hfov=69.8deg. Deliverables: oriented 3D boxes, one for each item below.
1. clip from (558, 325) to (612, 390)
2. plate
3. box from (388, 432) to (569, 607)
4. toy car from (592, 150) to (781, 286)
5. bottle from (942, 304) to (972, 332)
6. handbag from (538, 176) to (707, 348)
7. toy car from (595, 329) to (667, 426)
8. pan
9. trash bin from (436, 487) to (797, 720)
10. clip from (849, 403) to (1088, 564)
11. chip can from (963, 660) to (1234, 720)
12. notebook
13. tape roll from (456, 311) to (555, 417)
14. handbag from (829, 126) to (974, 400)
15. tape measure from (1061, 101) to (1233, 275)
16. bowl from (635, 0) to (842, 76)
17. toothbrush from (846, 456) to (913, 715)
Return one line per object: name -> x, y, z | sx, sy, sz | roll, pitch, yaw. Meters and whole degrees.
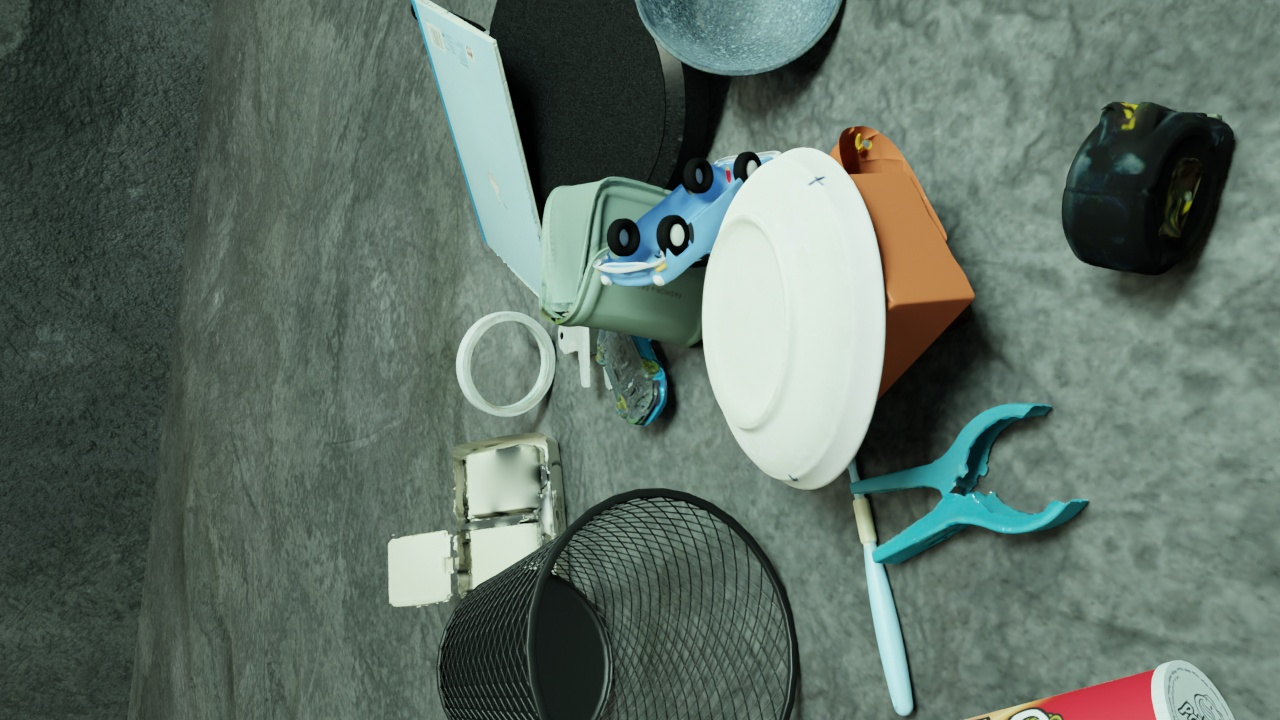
clip -> -0.054, -0.024, 0.772 | 0.060, 0.052, 0.102 | -9, 77, 40
plate -> 0.069, -0.021, 0.493 | 0.182, 0.034, 0.182 | 177, 91, -73
box -> -0.152, 0.146, 0.818 | 0.184, 0.044, 0.143 | -8, 75, 16
toy car -> 0.036, -0.088, 0.592 | 0.056, 0.153, 0.055 | 5, 129, 45
bottle -> 0.154, -0.065, 0.512 | 0.025, 0.025, 0.106 | -41, 55, 43
handbag -> -0.003, -0.068, 0.644 | 0.067, 0.121, 0.106 | 3, 86, 52
toy car -> -0.004, 0.004, 0.709 | 0.048, 0.032, 0.105 | -59, 38, 31
pan -> -0.090, -0.241, 0.752 | 0.356, 0.034, 0.226 | 33, 129, 31
trash bin -> -0.034, 0.199, 0.617 | 0.211, 0.183, 0.184 | -33, 60, 53
clip -> 0.165, 0.050, 0.485 | 0.130, 0.030, 0.120 | -11, 82, 51
chip can -> 0.167, 0.198, 0.442 | 0.215, 0.051, 0.051 | -41, 55, 43
notebook -> -0.135, -0.180, 0.814 | 0.181, 0.009, 0.254 | 44, 153, 45
tape roll -> -0.118, 0.003, 0.810 | 0.013, 0.093, 0.093 | 10, 94, 54
handbag -> 0.109, -0.031, 0.516 | 0.172, 0.060, 0.108 | 114, 145, -57
tape measure -> 0.217, -0.074, 0.395 | 0.042, 0.071, 0.072 | 25, 111, 48
bowl -> 0.064, -0.244, 0.612 | 0.057, 0.137, 0.137 | 64, -153, -84
toothbrush -> 0.133, 0.122, 0.526 | 0.022, 0.016, 0.154 | 101, 161, -69
